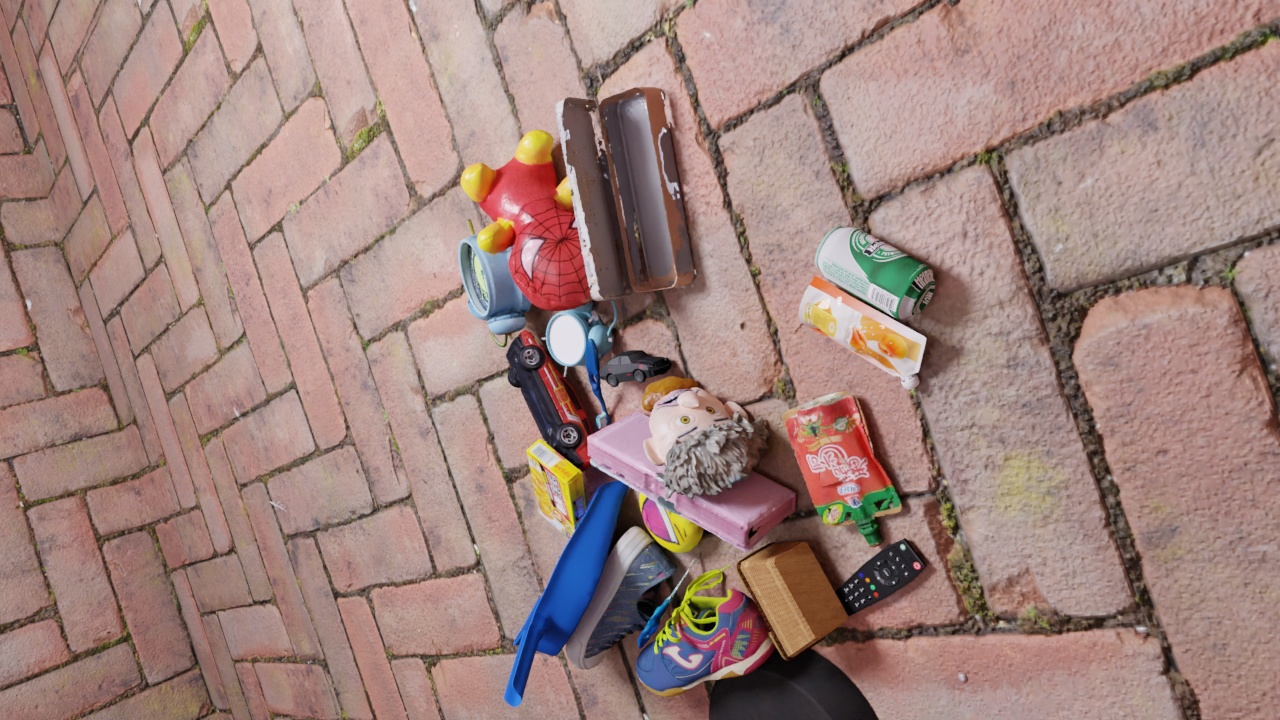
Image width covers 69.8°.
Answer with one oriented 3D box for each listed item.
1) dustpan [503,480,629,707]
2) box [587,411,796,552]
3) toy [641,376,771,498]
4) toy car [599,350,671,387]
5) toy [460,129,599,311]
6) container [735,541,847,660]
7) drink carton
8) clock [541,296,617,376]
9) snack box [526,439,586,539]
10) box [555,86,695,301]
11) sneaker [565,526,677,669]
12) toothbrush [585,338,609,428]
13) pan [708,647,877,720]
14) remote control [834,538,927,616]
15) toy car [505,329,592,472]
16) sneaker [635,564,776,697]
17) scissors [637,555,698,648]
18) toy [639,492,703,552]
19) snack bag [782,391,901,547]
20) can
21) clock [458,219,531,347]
[{"bbox_3d":[-0.100,0.300,1.094,0.059,0.257,0.246,23,126,-7],"label":"dustpan"},{"bbox_3d":[0.051,0.128,1.003,0.233,0.097,0.046,24,124,36],"label":"box"},{"bbox_3d":[0.059,0.069,0.966,0.176,0.132,0.076,49,147,43],"label":"toy"},{"bbox_3d":[-0.006,0.006,1.052,0.092,0.042,0.036,-10,98,45],"label":"toy car"},{"bbox_3d":[-0.109,-0.152,1.059,0.147,0.099,0.216,-32,75,2],"label":"toy"},{"bbox_3d":[0.158,0.241,0.943,0.114,0.063,0.061,62,147,11],"label":"container"},{"bbox_3d":[0.206,-0.025,0.842,0.122,0.038,0.069,35,148,31],"label":"drink carton"},{"bbox_3d":[-0.068,-0.039,1.106,0.123,0.041,0.087,-43,72,37],"label":"clock"},{"bbox_3d":[-0.103,0.169,1.163,0.075,0.025,0.152,35,149,27],"label":"snack box"},{"bbox_3d":[-0.008,-0.178,0.980,0.108,0.094,0.216,-8,97,20],"label":"box"},{"bbox_3d":[-0.024,0.314,1.139,0.079,0.087,0.236,34,123,19],"label":"sneaker"},{"bbox_3d":[-0.052,0.029,1.095,0.021,0.016,0.132,27,139,38],"label":"toothbrush"},{"bbox_3d":[0.126,0.451,1.060,0.357,0.043,0.248,-35,77,44],"label":"pan"},{"bbox_3d":[0.232,0.219,0.910,0.039,0.010,0.125,54,132,18],"label":"remote control"},{"bbox_3d":[-0.114,0.054,1.153,0.189,0.056,0.082,61,152,9],"label":"toy car"},{"bbox_3d":[0.057,0.309,1.048,0.091,0.116,0.243,51,138,-3],"label":"sneaker"},{"bbox_3d":[0.033,0.277,1.052,0.015,0.103,0.134,35,112,10],"label":"scissors"},{"bbox_3d":[0.036,0.178,1.066,0.094,0.041,0.095,-21,90,49],"label":"toy"},{"bbox_3d":[0.200,0.110,0.896,0.087,0.044,0.155,-22,93,34],"label":"snack bag"},{"bbox_3d":[0.208,-0.078,0.814,0.101,0.053,0.053,36,125,31],"label":"can"},{"bbox_3d":[-0.182,-0.094,1.162,0.118,0.060,0.162,34,135,53],"label":"clock"}]
